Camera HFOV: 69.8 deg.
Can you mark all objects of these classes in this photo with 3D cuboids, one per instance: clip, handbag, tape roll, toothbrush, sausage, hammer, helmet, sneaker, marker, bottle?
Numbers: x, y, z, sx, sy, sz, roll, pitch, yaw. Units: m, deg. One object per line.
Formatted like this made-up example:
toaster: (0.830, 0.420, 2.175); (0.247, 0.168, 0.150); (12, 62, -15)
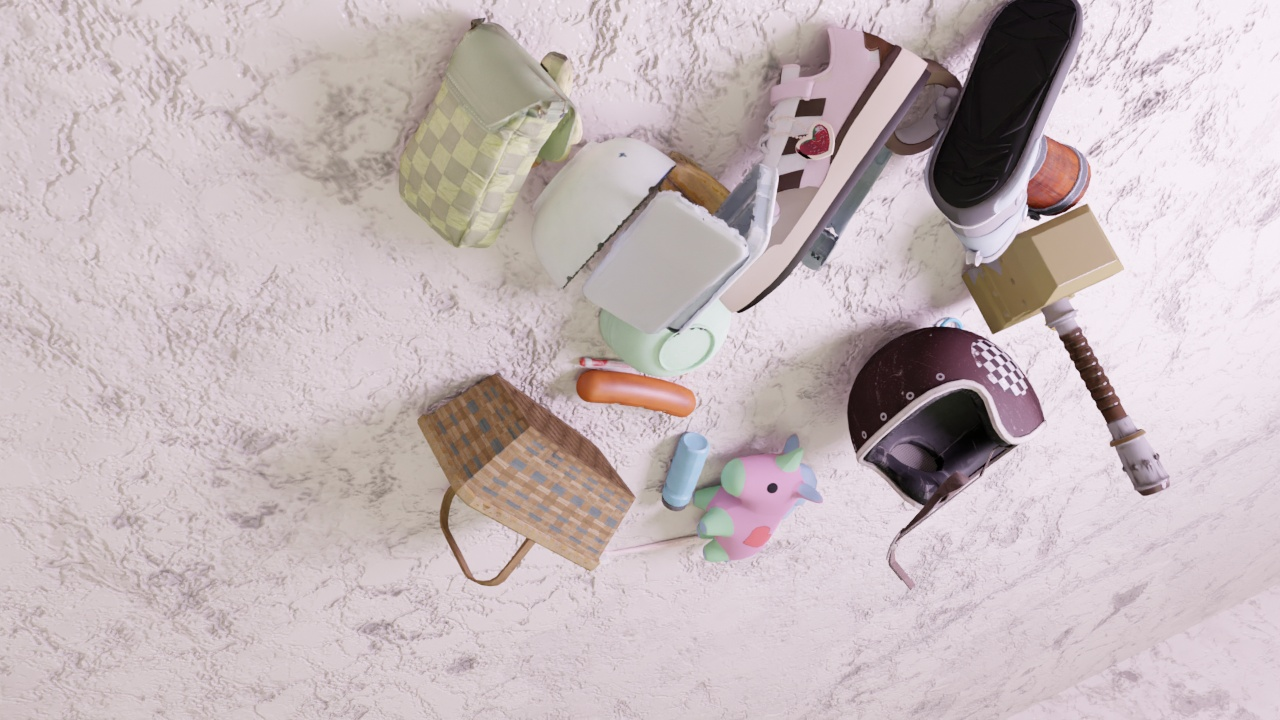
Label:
clip: (0.198, -0.135, 0.952); (0.164, 0.031, 0.169); (-48, 168, -50)
handbag: (-0.121, -0.184, 0.775); (0.116, 0.113, 0.187); (-12, 147, -49)
tape roll: (0.282, -0.259, 0.943); (0.093, 0.030, 0.094); (-14, 135, -14)
toothbrush: (0.015, 0.275, 1.335); (0.181, 0.018, 0.016); (-5, 133, -23)
sausage: (0.000, 0.039, 1.083); (0.164, 0.039, 0.045); (12, 142, -34)
hammer: (0.522, 0.003, 1.072); (0.100, 0.324, 0.190); (-24, 170, -4)
helmet: (0.381, 0.088, 1.161); (0.233, 0.253, 0.234); (-25, 158, -37)
sneaker: (0.377, -0.228, 0.929); (0.256, 0.093, 0.160); (-64, 146, -11)
sneaker: (0.142, -0.186, 0.877); (0.116, 0.111, 0.294); (35, 103, -1)
marker: (-0.006, 0.006, 1.071); (0.142, 0.012, 0.013); (5, 128, -29)
bottle: (0.057, 0.153, 1.221); (0.040, 0.040, 0.130); (-4, 132, -23)

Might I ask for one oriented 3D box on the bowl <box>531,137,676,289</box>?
bowl: (-0.044, -0.142, 0.822); (0.073, 0.153, 0.154); (42, 109, -6)

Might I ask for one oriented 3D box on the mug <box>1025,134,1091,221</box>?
mug: (0.428, -0.201, 1.029); (0.111, 0.081, 0.117); (17, 104, -33)

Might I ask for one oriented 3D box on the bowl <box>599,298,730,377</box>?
bowl: (0.037, -0.036, 1.005); (0.150, 0.077, 0.151); (-14, 136, -14)

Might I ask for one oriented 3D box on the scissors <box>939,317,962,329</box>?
scissors: (0.434, -0.016, 1.265); (0.055, 0.015, 0.136); (-42, 132, 12)

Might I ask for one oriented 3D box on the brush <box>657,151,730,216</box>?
brush: (0.075, -0.149, 0.938); (0.059, 0.043, 0.195); (-41, 135, 15)

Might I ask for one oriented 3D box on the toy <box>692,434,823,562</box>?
toy: (0.163, 0.207, 1.282); (0.171, 0.120, 0.222); (-12, 135, -2)

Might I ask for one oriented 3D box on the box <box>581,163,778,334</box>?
box: (0.045, -0.110, 0.846); (0.130, 0.105, 0.211); (28, 151, -14)

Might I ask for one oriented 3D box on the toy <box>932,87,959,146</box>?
toy: (0.316, -0.226, 0.944); (0.049, 0.030, 0.112); (-45, 140, -24)

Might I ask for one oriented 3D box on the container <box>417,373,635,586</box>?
container: (-0.147, 0.154, 1.044); (0.186, 0.157, 0.250); (-45, 135, 3)
